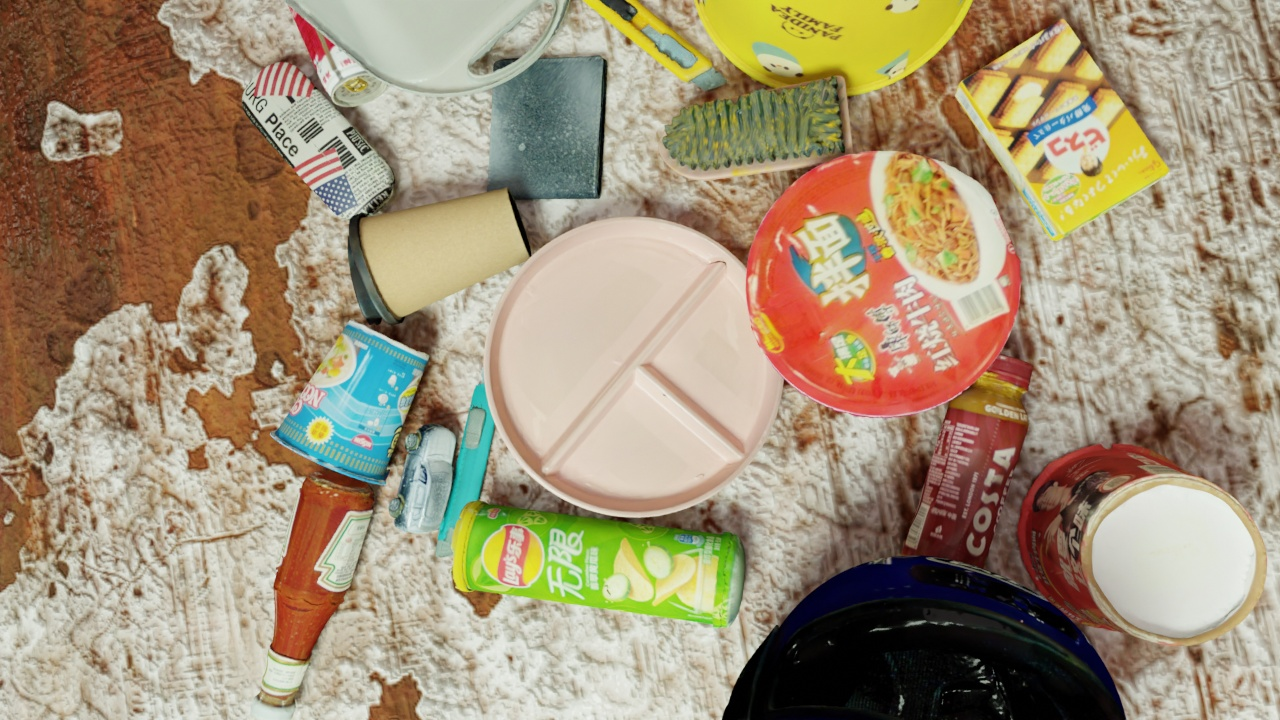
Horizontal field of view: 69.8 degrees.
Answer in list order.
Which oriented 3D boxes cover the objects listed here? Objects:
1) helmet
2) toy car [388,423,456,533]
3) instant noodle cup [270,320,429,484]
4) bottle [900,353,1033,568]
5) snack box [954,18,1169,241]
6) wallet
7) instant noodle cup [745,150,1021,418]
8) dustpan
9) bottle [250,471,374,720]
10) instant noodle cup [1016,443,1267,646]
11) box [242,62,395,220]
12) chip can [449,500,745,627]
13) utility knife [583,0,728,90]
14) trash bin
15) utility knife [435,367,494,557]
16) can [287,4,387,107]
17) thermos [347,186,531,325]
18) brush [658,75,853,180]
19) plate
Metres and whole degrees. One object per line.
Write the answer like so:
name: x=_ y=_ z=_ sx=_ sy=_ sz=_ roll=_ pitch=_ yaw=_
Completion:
helmet: x=0.175 y=0.238 z=0.555 sx=0.247 sy=0.316 sz=0.239 roll=17 pitch=56 yaw=10
toy car: x=-0.173 y=0.097 z=0.744 sx=0.034 sy=0.043 sz=0.090 roll=12 pitch=88 yaw=37
instant noodle cup: x=-0.226 y=0.030 z=0.740 sx=0.099 sy=0.099 sz=0.110 roll=24 pitch=84 yaw=10
bottle: x=0.241 y=0.081 z=0.671 sx=0.057 sy=0.057 sz=0.175 roll=17 pitch=91 yaw=10
snack box: x=0.311 y=-0.171 z=0.683 sx=0.087 sy=0.033 sz=0.140 roll=-31 pitch=85 yaw=7
wallet: x=-0.078 y=-0.192 z=0.758 sx=0.097 sy=0.019 sz=0.121 roll=2 pitch=86 yaw=11
instant noodle cup: x=0.177 y=-0.054 z=0.684 sx=0.194 sy=0.066 sz=0.194 roll=0 pitch=87 yaw=11
dustpan: x=-0.188 y=-0.339 z=0.750 sx=0.222 sy=0.143 sz=0.258 roll=-45 pitch=55 yaw=-8
bottle: x=-0.275 y=0.195 z=0.755 sx=0.060 sy=0.059 sz=0.206 roll=17 pitch=91 yaw=10
instant noodle cup: x=0.341 y=0.127 z=0.627 sx=0.138 sy=0.108 sz=0.138 roll=0 pitch=87 yaw=10
box: x=-0.274 y=-0.186 z=0.782 sx=0.068 sy=0.051 sz=0.164 roll=-44 pitch=80 yaw=15
chip can: x=-0.031 y=0.156 z=0.707 sx=0.221 sy=0.072 sz=0.072 roll=6 pitch=88 yaw=9
utility knife: x=0.003 y=-0.274 z=0.747 sx=0.171 sy=0.015 sz=0.033 roll=41 pitch=98 yaw=9
trash bin: x=0.134 y=-0.328 z=0.607 sx=0.230 sy=0.255 sz=0.229 roll=0 pitch=87 yaw=9
utility knife: x=-0.136 y=0.059 z=0.758 sx=0.029 sy=0.013 sz=0.218 roll=13 pitch=90 yaw=11
can: x=-0.261 y=-0.284 z=0.773 sx=0.053 sy=0.053 sz=0.132 roll=-26 pitch=84 yaw=7
thermos: x=-0.164 y=-0.087 z=0.736 sx=0.143 sy=0.093 sz=0.093 roll=-17 pitch=85 yaw=0
brush: x=0.086 y=-0.172 z=0.701 sx=0.146 sy=0.073 sz=0.063 roll=-7 pitch=91 yaw=14
plate: x=-0.004 y=0.004 z=0.705 sx=0.229 sy=0.028 sz=0.229 roll=0 pitch=85 yaw=-6
